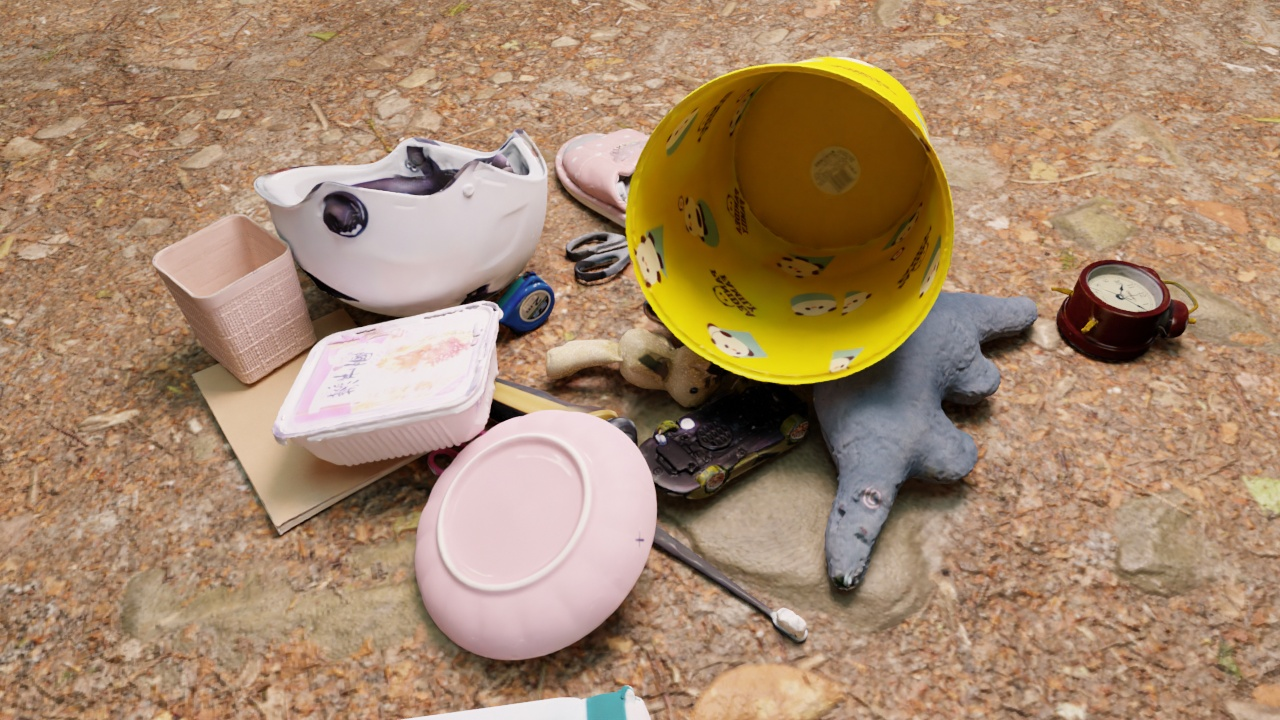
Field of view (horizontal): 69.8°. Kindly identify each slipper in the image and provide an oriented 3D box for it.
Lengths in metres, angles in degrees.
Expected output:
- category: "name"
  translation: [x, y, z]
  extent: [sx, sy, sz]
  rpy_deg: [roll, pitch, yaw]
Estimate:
- category: "slipper"
  translation: [-0.003, -0.192, 0.967]
  extent: [0.114, 0.054, 0.274]
  rpy_deg: [-24, 43, -21]

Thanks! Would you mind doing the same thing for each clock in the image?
- category: "clock"
  translation: [0.432, -0.048, 0.814]
  extent: [0.122, 0.055, 0.082]
  rpy_deg: [-8, 46, -7]

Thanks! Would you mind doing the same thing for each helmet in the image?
- category: "helmet"
  translation: [-0.208, -0.118, 0.848]
  extent: [0.259, 0.146, 0.228]
  rpy_deg: [-6, 22, 3]

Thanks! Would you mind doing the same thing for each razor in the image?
- category: "razor"
  translation: [-0.078, 0.052, 0.754]
  extent: [0.168, 0.062, 0.067]
  rpy_deg: [21, 38, 29]

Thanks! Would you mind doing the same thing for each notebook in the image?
- category: "notebook"
  translation: [-0.285, 0.042, 0.803]
  extent: [0.149, 0.012, 0.211]
  rpy_deg: [-29, 51, -24]

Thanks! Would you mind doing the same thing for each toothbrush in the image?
- category: "toothbrush"
  translation: [0.045, 0.150, 0.677]
  extent: [0.181, 0.018, 0.015]
  rpy_deg: [29, 57, 29]

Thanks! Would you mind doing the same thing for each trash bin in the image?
- category: "trash bin"
  translation: [0.135, -0.137, 0.747]
  extent: [0.230, 0.230, 0.254]
  rpy_deg: [12, 27, 14]

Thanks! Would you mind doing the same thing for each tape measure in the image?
- category: "tape measure"
  translation: [-0.107, -0.053, 0.852]
  extent: [0.058, 0.054, 0.025]
  rpy_deg: [-50, 59, 3]

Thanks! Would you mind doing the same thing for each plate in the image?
- category: "plate"
  translation: [-0.084, 0.114, 0.659]
  extent: [0.193, 0.039, 0.192]
  rpy_deg: [-12, 53, 17]

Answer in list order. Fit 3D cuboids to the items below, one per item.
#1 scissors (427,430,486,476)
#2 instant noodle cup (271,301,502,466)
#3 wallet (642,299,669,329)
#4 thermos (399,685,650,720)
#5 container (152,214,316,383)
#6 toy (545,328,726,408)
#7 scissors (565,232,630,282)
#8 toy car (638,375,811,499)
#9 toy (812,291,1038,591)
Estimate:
- category: "scissors"
  translation: [-0.106, 0.095, 0.741]
  extent: [0.135, 0.017, 0.064]
  rpy_deg: [25, 43, 19]
- category: "instant noodle cup"
  translation: [-0.192, 0.025, 0.741]
  extent: [0.173, 0.060, 0.137]
  rpy_deg: [-12, 36, 12]
- category: "wallet"
  translation: [0.069, -0.058, 0.830]
  extent: [0.090, 0.033, 0.115]
  rpy_deg: [17, 33, 27]
- category: "thermos"
  translation: [-0.100, 0.249, 0.557]
  extent: [0.224, 0.073, 0.073]
  rpy_deg: [-6, 46, -3]
- category: "container"
  translation: [-0.352, -0.051, 0.811]
  extent: [0.090, 0.111, 0.090]
  rpy_deg: [31, 54, 29]
- category: "toy"
  translation: [-0.005, 0.005, 0.794]
  extent: [0.157, 0.066, 0.105]
  rpy_deg: [5, 4, 13]
- category: "scissors"
  translation: [0.011, -0.116, 0.927]
  extent: [0.173, 0.014, 0.142]
  rpy_deg: [9, 46, 17]
- category: "toy car"
  translation: [0.068, 0.062, 0.739]
  extent: [0.157, 0.042, 0.070]
  rpy_deg: [-25, 50, -25]
- category: "toy"
  translation: [0.215, 0.025, 0.744]
  extent: [0.138, 0.092, 0.355]
  rpy_deg: [40, 57, 3]
